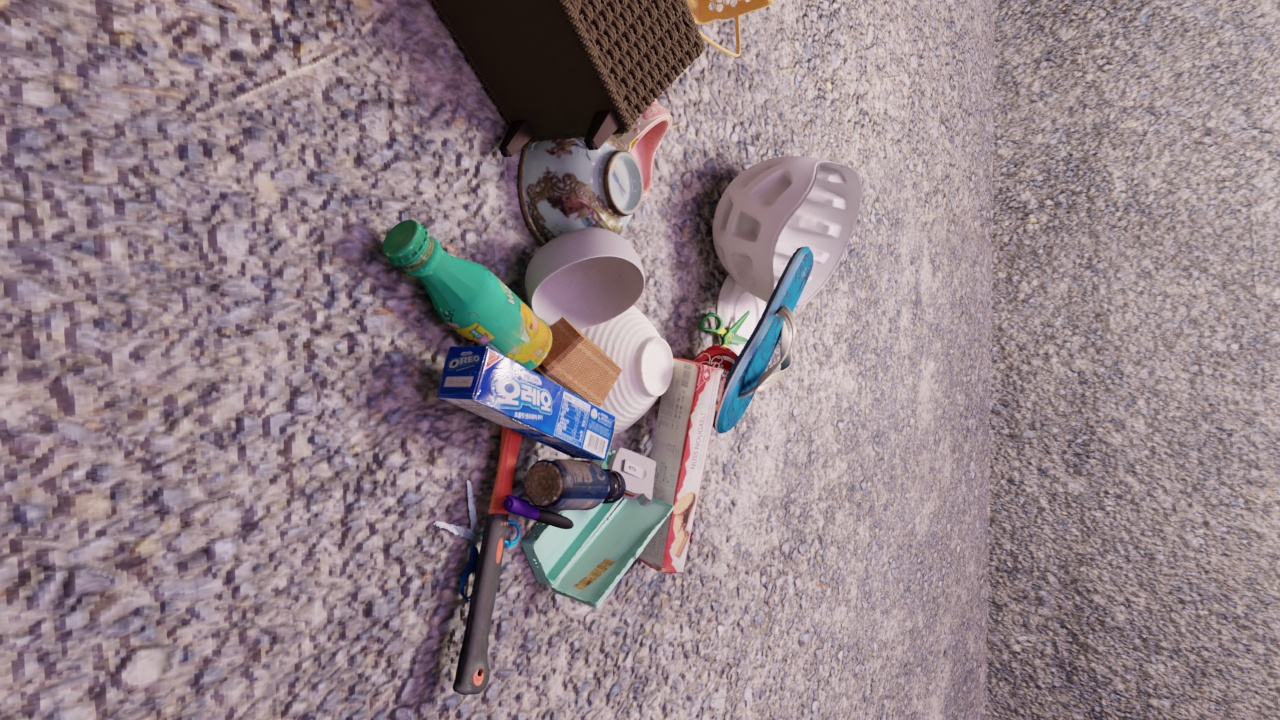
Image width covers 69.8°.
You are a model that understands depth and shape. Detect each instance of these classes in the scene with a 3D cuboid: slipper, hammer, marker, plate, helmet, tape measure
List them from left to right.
[{"bbox_3d":[-0.152,0.177,0.967,0.133,0.033,0.332,29,63,-53],"label":"hammer"},{"bbox_3d":[-0.108,0.166,0.996,0.134,0.015,0.018,36,31,-57],"label":"marker"},{"bbox_3d":[-0.010,0.141,1.129,0.062,0.020,0.060,26,44,-18],"label":"tape measure"},{"bbox_3d":[-0.004,-0.293,1.138,0.093,0.082,0.197,-19,110,-53],"label":"slipper"},{"bbox_3d":[0.164,-0.068,1.456,0.156,0.014,0.157,-5,96,-55],"label":"plate"},{"bbox_3d":[0.188,-0.021,1.278,0.294,0.060,0.118,-63,162,-8],"label":"slipper"},{"bbox_3d":[0.234,-0.200,1.383,0.281,0.184,0.225,-6,126,-38],"label":"helmet"}]

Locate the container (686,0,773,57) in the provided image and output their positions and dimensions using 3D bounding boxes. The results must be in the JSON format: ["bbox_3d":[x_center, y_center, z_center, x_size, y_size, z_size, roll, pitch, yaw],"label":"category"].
[{"bbox_3d":[0.079,-0.499,1.205,0.183,0.129,0.167,6,79,-56],"label":"container"}]

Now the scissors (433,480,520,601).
[{"bbox_3d":[-0.174,0.196,0.971,0.127,0.014,0.129,37,59,-48],"label":"scissors"}]

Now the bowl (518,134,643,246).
[{"bbox_3d":[-0.054,-0.201,1.055,0.159,0.094,0.160,-4,94,-56],"label":"bowl"}]

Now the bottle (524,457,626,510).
[{"bbox_3d":[-0.068,0.140,1.027,0.160,0.056,0.056,17,77,-62],"label":"bottle"}]

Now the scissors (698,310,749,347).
[{"bbox_3d":[0.131,-0.028,1.392,0.127,0.012,0.121,13,88,-42],"label":"scissors"}]

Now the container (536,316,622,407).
[{"bbox_3d":[-0.074,0.003,1.043,0.061,0.063,0.114,-47,139,1],"label":"container"}]

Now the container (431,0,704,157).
[{"bbox_3d":[-0.105,-0.372,0.906,0.204,0.177,0.321,-61,138,-29],"label":"container"}]

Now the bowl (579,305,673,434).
[{"bbox_3d":[-0.007,0.007,1.157,0.177,0.071,0.177,-3,94,-56],"label":"bowl"}]

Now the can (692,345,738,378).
[{"bbox_3d":[0.088,0.046,1.296,0.142,0.075,0.074,-53,133,-40],"label":"can"}]

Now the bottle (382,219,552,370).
[{"bbox_3d":[-0.171,-0.063,0.913,0.209,0.068,0.068,45,55,-47],"label":"bottle"}]

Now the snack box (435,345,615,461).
[{"bbox_3d":[-0.112,0.049,0.959,0.226,0.060,0.059,32,66,-51],"label":"snack box"}]

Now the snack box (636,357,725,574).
[{"bbox_3d":[0.048,0.136,1.196,0.044,0.077,0.273,8,94,-33],"label":"snack box"}]

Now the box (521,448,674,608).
[{"bbox_3d":[-0.048,0.196,1.098,0.186,0.110,0.078,-45,145,-42],"label":"box"}]

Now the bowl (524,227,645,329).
[{"bbox_3d":[-0.066,-0.099,1.027,0.131,0.132,0.064,30,35,-52],"label":"bowl"}]
